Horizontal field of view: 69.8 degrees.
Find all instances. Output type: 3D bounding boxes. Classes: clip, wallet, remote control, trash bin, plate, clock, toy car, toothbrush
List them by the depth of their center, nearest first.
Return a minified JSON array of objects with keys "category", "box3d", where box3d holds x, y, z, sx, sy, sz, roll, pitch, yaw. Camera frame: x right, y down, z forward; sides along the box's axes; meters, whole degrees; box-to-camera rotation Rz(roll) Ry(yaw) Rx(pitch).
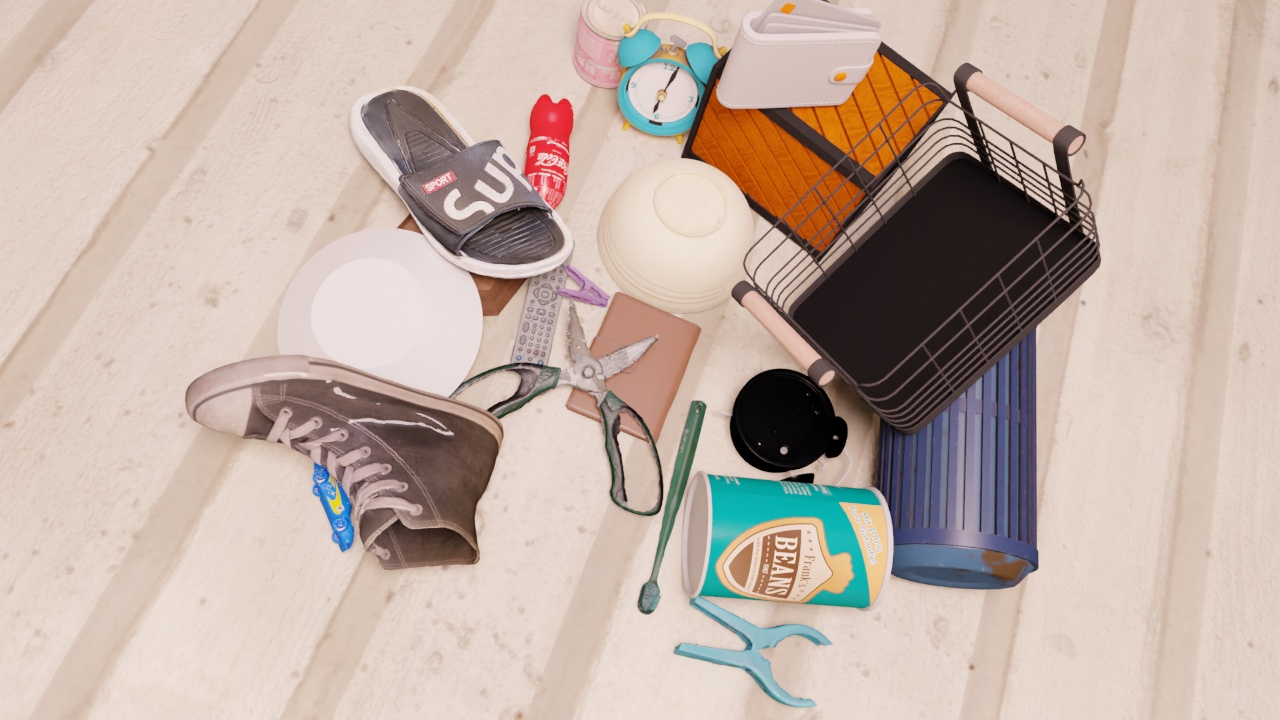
[{"category":"wallet","box3d":[0.130,-0.247,0.725,0.118,0.115,0.037,-6,70,-11]},{"category":"toy car","box3d":[-0.228,0.100,0.737,0.061,0.033,0.092,-19,69,-28]},{"category":"clip","box3d":[0.101,0.218,0.746,0.130,0.030,0.120,37,73,5]},{"category":"plate","box3d":[-0.221,-0.034,0.764,0.174,0.036,0.173,0,77,-1]},{"category":"trash bin","box3d":[0.266,0.058,0.775,0.139,0.139,0.249,11,70,-5]},{"category":"toothbrush","box3d":[0.028,0.120,0.776,0.016,0.017,0.189,17,68,-2]},{"category":"clock","box3d":[0.129,0.065,0.799,0.120,0.043,0.091,43,69,8]},{"category":"wallet","box3d":[-0.005,0.005,0.816,0.087,0.013,0.120,23,69,0]},{"category":"remote control","box3d":[-0.087,-0.053,0.824,0.033,0.013,0.136,12,68,-5]},{"category":"plate","box3d":[-0.161,-0.100,0.824,0.131,0.025,0.131,3,69,-8]},{"category":"clip","box3d":[-0.050,-0.065,0.829,0.050,0.013,0.029,24,67,-24]},{"category":"trash bin","box3d":[0.160,-0.220,0.860,0.172,0.140,0.139,40,68,7]},{"category":"clock","box3d":[0.024,-0.265,0.863,0.099,0.130,0.043,12,50,-4]}]

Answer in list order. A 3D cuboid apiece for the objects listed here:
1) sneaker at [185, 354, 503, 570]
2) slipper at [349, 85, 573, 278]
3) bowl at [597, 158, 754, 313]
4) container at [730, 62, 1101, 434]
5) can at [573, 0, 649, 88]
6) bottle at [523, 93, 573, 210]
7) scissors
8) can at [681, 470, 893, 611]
[{"category":"sneaker","box3d":[-0.220,0.078,0.680,0.234,0.095,0.119,21,45,-24]},{"category":"slipper","box3d":[-0.165,-0.169,0.804,0.111,0.063,0.264,-30,62,-25]},{"category":"bowl","box3d":[0.039,-0.126,0.840,0.150,0.075,0.150,3,68,-8]},{"category":"container","box3d":[0.210,-0.079,0.701,0.241,0.130,0.163,-44,54,8]},{"category":"can","box3d":[-0.030,-0.316,0.900,0.067,0.076,0.067,3,69,-9]},{"category":"bottle","box3d":[-0.088,-0.183,0.859,0.042,0.042,0.141,7,69,-7]},{"category":"scissors","box3d":[-0.056,0.054,0.781,0.201,0.015,0.205,-27,82,-7]},{"category":"can","box3d":[0.113,0.145,0.735,0.144,0.099,0.099,6,68,-7]}]
